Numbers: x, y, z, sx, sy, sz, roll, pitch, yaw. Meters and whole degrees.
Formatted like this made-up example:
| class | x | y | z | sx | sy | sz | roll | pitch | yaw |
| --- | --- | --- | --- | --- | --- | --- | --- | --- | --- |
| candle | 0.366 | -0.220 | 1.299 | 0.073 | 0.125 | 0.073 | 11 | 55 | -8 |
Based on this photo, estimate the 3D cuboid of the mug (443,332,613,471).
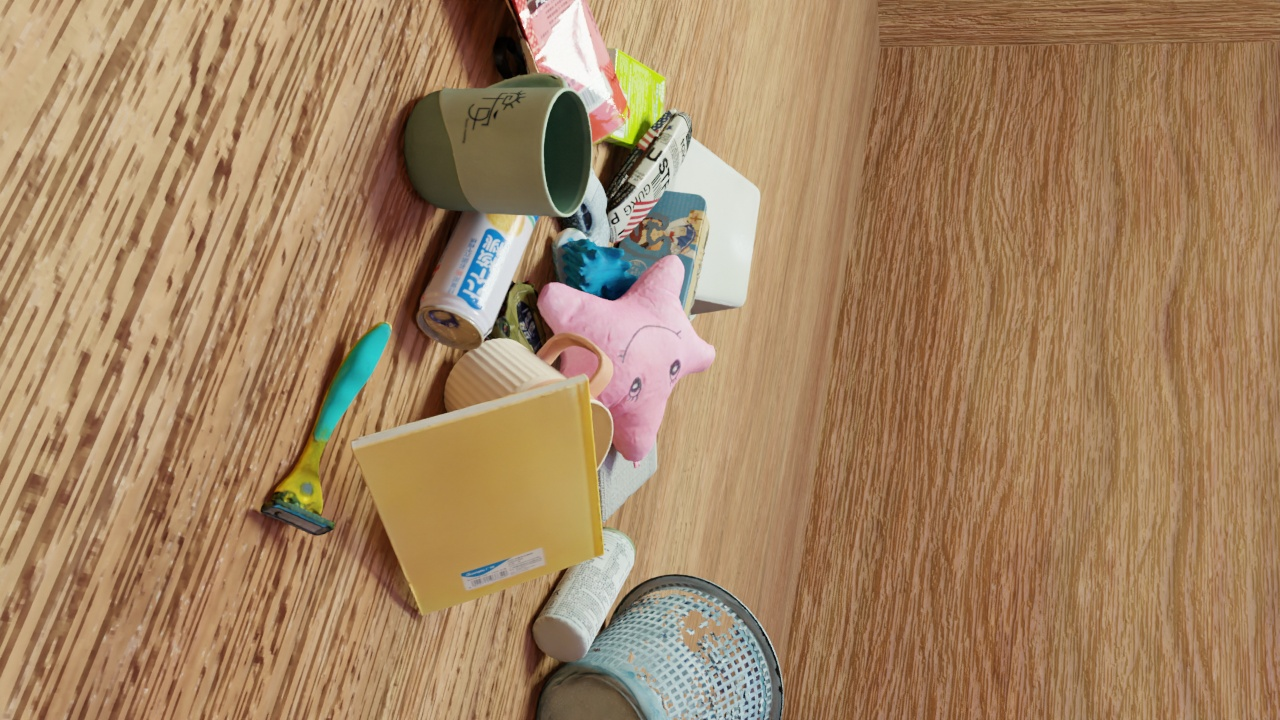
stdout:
| class | x | y | z | sx | sy | sz | roll | pitch | yaw |
| --- | --- | --- | --- | --- | --- | --- | --- | --- | --- |
| mug | -0.074 | 0.029 | 0.670 | 0.114 | 0.106 | 0.081 | -51 | 140 | -4 |

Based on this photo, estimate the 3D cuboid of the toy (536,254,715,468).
| class | x | y | z | sx | sy | sz | roll | pitch | yaw |
| --- | --- | --- | --- | --- | --- | --- | --- | --- | --- |
| toy | -0.005 | 0.005 | 0.792 | 0.194 | 0.075 | 0.179 | -16 | 108 | -39 |

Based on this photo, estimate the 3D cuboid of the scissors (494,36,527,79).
| class | x | y | z | sx | sy | sz | roll | pitch | yaw |
| --- | --- | --- | --- | --- | --- | --- | --- | --- | --- |
| scissors | -0.082 | -0.246 | 0.776 | 0.177 | 0.014 | 0.159 | -44 | 139 | -64 |

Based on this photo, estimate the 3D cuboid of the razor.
| class | x | y | z | sx | sy | sz | roll | pitch | yaw |
| --- | --- | --- | --- | --- | --- | --- | --- | --- | --- |
| razor | -0.180 | 0.035 | 0.543 | 0.043 | 0.028 | 0.132 | 38 | 61 | -42 |

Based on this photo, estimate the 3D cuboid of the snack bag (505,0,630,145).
| class | x | y | z | sx | sy | sz | roll | pitch | yaw |
| --- | --- | --- | --- | --- | --- | --- | --- | --- | --- |
| snack bag | -0.068 | -0.266 | 0.692 | 0.208 | 0.073 | 0.128 | 70 | 28 | -42 |

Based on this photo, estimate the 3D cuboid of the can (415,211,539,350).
| class | x | y | z | sx | sy | sz | roll | pitch | yaw |
| --- | --- | --- | --- | --- | --- | --- | --- | --- | --- |
| can | -0.114 | -0.075 | 0.664 | 0.053 | 0.053 | 0.134 | 69 | 33 | -53 |

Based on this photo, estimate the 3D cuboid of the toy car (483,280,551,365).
| class | x | y | z | sx | sy | sz | roll | pitch | yaw |
| --- | --- | --- | --- | --- | --- | --- | --- | --- | --- |
| toy car | -0.099 | 0.006 | 0.758 | 0.070 | 0.042 | 0.158 | -62 | 154 | -47 |

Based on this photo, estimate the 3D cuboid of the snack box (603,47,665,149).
| class | x | y | z | sx | sy | sz | roll | pitch | yaw |
| --- | --- | --- | --- | --- | --- | --- | --- | --- | --- |
| snack box | -0.011 | -0.265 | 0.951 | 0.156 | 0.026 | 0.086 | -19 | 114 | -69 |

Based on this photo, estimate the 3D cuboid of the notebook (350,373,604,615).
| class | x | y | z | sx | sy | sz | roll | pitch | yaw |
| --- | --- | --- | --- | --- | --- | --- | --- | --- | --- |
| notebook | -0.097 | 0.098 | 0.614 | 0.207 | 0.145 | 0.010 | 88 | -18 | -48 |

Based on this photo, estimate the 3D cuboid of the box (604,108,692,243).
| class | x | y | z | sx | sy | sz | roll | pitch | yaw |
| --- | --- | --- | --- | --- | --- | --- | --- | --- | --- |
| box | 0.009 | -0.189 | 0.947 | 0.164 | 0.055 | 0.070 | -58 | 178 | -17 |

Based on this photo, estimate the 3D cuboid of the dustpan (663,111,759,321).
| class | x | y | z | sx | sy | sz | roll | pitch | yaw |
| --- | --- | --- | --- | --- | --- | --- | --- | --- | --- |
| dustpan | 0.052 | -0.161 | 1.193 | 0.257 | 0.143 | 0.222 | 16 | 79 | -41 |

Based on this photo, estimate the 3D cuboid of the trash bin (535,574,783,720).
| class | x | y | z | sx | sy | sz | roll | pitch | yaw |
| --- | --- | --- | --- | --- | --- | --- | --- | --- | --- |
| trash bin | 0.007 | 0.354 | 0.946 | 0.194 | 0.227 | 0.226 | -5 | 100 | -59 |

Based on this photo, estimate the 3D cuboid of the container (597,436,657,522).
| class | x | y | z | sx | sy | sz | roll | pitch | yaw |
| --- | --- | --- | --- | --- | --- | --- | --- | --- | --- |
| container | -0.048 | 0.088 | 0.861 | 0.114 | 0.090 | 0.090 | -41 | 133 | -59 |

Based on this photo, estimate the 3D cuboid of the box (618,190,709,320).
| class | x | y | z | sx | sy | sz | roll | pitch | yaw |
| --- | --- | --- | --- | --- | --- | --- | --- | --- | --- |
| box | 0.017 | -0.093 | 0.991 | 0.060 | 0.090 | 0.184 | 67 | 32 | -66 |

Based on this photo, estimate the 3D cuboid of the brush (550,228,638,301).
| class | x | y | z | sx | sy | sz | roll | pitch | yaw |
| --- | --- | --- | --- | --- | --- | --- | --- | --- | --- |
| brush | -0.025 | -0.005 | 0.914 | 0.060 | 0.109 | 0.315 | -34 | 134 | -16 |

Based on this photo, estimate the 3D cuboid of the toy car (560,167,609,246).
| class | x | y | z | sx | sy | sz | roll | pitch | yaw |
| --- | --- | --- | --- | --- | --- | --- | --- | --- | --- |
| toy car | -0.050 | -0.135 | 0.861 | 0.121 | 0.037 | 0.054 | 75 | 28 | -51 |

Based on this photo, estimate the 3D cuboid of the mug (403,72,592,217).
| class | x | y | z | sx | sy | sz | roll | pitch | yaw |
| --- | --- | --- | --- | --- | --- | --- | --- | --- | --- |
| mug | -0.092 | -0.152 | 0.621 | 0.082 | 0.106 | 0.111 | 65 | 36 | -55 |

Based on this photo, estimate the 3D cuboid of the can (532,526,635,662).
| class | x | y | z | sx | sy | sz | roll | pitch | yaw |
| --- | --- | --- | --- | --- | --- | --- | --- | --- | --- |
| can | -0.054 | 0.233 | 0.928 | 0.146 | 0.058 | 0.058 | -55 | 145 | -56 |
